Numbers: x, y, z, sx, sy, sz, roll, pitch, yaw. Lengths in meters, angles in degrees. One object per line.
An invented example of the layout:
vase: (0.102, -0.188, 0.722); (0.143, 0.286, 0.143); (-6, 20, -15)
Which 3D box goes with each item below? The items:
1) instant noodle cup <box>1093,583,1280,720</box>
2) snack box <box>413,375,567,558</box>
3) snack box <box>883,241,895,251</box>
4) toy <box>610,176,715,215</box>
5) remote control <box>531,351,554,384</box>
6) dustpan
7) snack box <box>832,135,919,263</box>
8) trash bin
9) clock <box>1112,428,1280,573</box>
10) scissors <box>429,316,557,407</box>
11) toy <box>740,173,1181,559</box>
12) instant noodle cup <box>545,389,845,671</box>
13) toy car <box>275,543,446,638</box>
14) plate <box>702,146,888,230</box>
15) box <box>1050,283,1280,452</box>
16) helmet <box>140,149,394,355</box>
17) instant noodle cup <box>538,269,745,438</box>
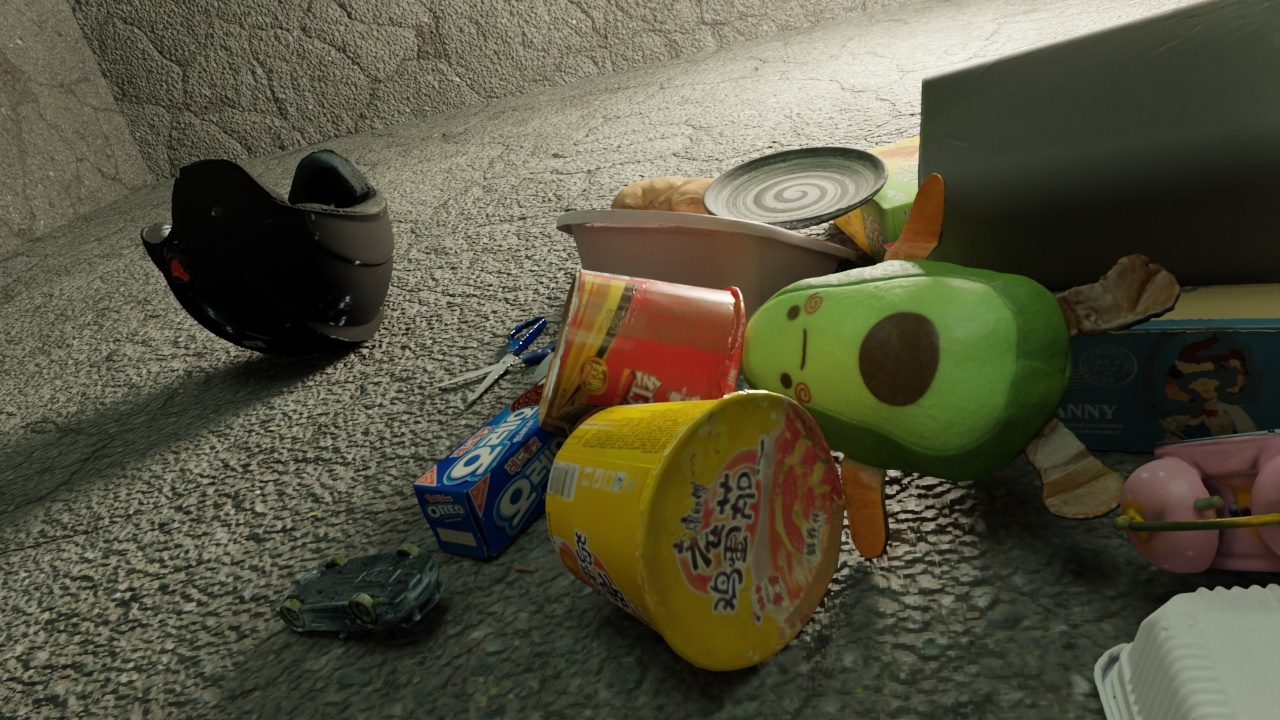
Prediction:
instant noodle cup: (0.265, 0.131, 0.324); (0.174, 0.060, 0.137); (-6, 26, 17)
snack box: (-0.071, 0.058, 0.674); (0.058, 0.057, 0.206); (1, 29, 37)
snack box: (0.272, -0.068, 0.754); (0.113, 0.044, 0.127); (-13, 26, 7)
toy: (0.077, -0.159, 1.000); (0.143, 0.082, 0.226); (-12, 16, -43)
remote control: (-0.027, 0.006, 0.801); (0.136, 0.020, 0.055); (-5, 27, 20)
dustpan: (0.057, -0.117, 0.849); (0.223, 0.139, 0.272); (4, 29, 29)
snack box: (0.289, -0.167, 0.921); (0.157, 0.070, 0.209); (-15, 24, 1)
trash bin: (0.305, -0.112, 0.604); (0.220, 0.199, 0.198); (-3, 48, 24)
clock: (0.281, 0.059, 0.396); (0.158, 0.059, 0.117); (-1, -9, -27)
scissors: (-0.117, -0.004, 0.885); (0.162, 0.012, 0.175); (-9, 26, 14)
toy: (0.157, 0.002, 0.524); (0.247, 0.090, 0.226); (6, 76, 43)
instant noodle cup: (0.022, 0.082, 0.492); (0.137, 0.138, 0.110); (-32, 20, -31)
toy car: (-0.176, 0.147, 0.576); (0.121, 0.037, 0.054); (-11, 24, 33)
plate: (0.149, -0.162, 0.887); (0.179, 0.024, 0.179); (-11, 31, 7)
box: (0.292, 0.005, 0.539); (0.185, 0.090, 0.059); (-3, 28, 30)
helmet: (-0.412, -0.117, 1.037); (0.275, 0.230, 0.233); (-6, 12, 17)
instant noodle cup: (-0.004, 0.004, 0.612); (0.108, 0.138, 0.137); (14, 24, -8)
